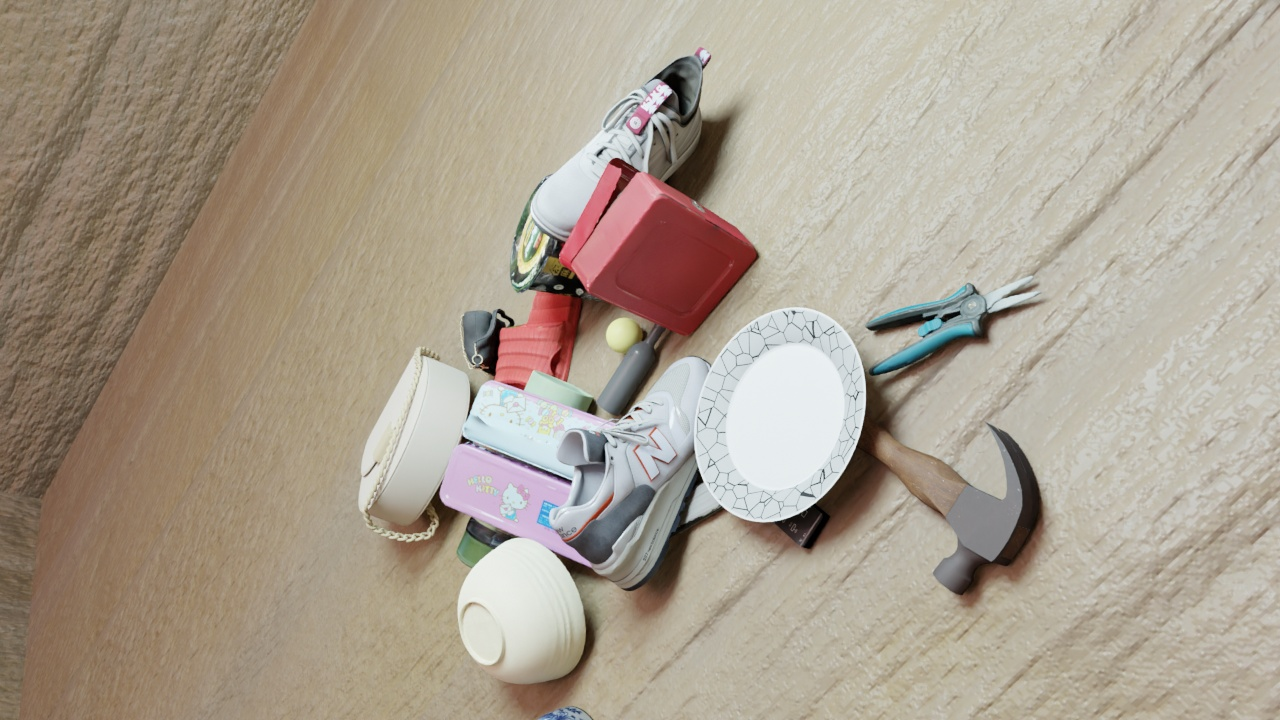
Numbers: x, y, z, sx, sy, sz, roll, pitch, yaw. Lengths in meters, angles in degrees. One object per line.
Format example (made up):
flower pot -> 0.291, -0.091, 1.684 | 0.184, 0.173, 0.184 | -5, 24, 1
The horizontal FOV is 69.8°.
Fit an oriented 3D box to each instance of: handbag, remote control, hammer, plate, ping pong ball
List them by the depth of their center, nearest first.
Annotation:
hammer -> 0.183, 0.057, 0.757 | 0.323, 0.033, 0.115 | 40, 105, 50
plate -> 0.120, 0.047, 0.798 | 0.189, 0.016, 0.188 | -23, 58, 43
remote control -> 0.110, 0.112, 0.825 | 0.034, 0.013, 0.150 | -60, 40, 9
remote control -> 0.032, 0.155, 0.893 | 0.137, 0.013, 0.033 | -36, 48, 31
ping pong ball -> -0.018, -0.027, 1.014 | 0.040, 0.040, 0.040 | -24, 55, 40
handbag -> -0.195, -0.021, 1.169 | 0.054, 0.128, 0.079 | -3, 84, 3
handbag -> -0.292, 0.107, 1.204 | 0.211, 0.103, 0.208 | -57, 25, 20

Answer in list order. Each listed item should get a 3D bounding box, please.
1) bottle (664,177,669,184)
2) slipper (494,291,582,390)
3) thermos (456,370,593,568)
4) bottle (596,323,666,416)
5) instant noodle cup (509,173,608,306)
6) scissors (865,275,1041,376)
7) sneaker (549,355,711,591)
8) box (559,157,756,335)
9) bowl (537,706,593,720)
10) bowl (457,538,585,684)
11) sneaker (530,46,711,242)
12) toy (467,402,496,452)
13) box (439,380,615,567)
bottle -> 0.011, -0.176, 1.065 | 0.025, 0.025, 0.106 | 2, 73, 49
slipper -> -0.130, -0.029, 1.124 | 0.104, 0.059, 0.248 | 3, 72, 46
thermos -> -0.134, 0.131, 1.038 | 0.082, 0.082, 0.231 | 26, 92, 51
bottle -> -0.006, 0.006, 0.993 | 0.113, 0.030, 0.030 | -57, 40, 11
instant noodle cup -> -0.073, -0.132, 1.056 | 0.138, 0.112, 0.137 | -40, 43, 50
scissors -> 0.241, -0.028, 0.740 | 0.148, 0.019, 0.123 | -53, 37, 8
sneaker -> -0.013, 0.087, 0.869 | 0.089, 0.124, 0.239 | -7, 60, 53
box -> 0.019, -0.108, 0.924 | 0.110, 0.157, 0.134 | 43, 106, 44
bowl -> -0.088, 0.393, 0.887 | 0.115, 0.045, 0.114 | -24, 55, 40
bowl -> -0.135, 0.264, 0.933 | 0.151, 0.075, 0.151 | 10, 105, 40
sneaker -> -0.011, -0.225, 0.960 | 0.262, 0.097, 0.129 | -46, -10, -28
toy -> -0.192, 0.099, 1.150 | 0.054, 0.041, 0.102 | -47, 47, -11
box -> -0.103, 0.116, 0.975 | 0.214, 0.035, 0.150 | 18, 84, 21
